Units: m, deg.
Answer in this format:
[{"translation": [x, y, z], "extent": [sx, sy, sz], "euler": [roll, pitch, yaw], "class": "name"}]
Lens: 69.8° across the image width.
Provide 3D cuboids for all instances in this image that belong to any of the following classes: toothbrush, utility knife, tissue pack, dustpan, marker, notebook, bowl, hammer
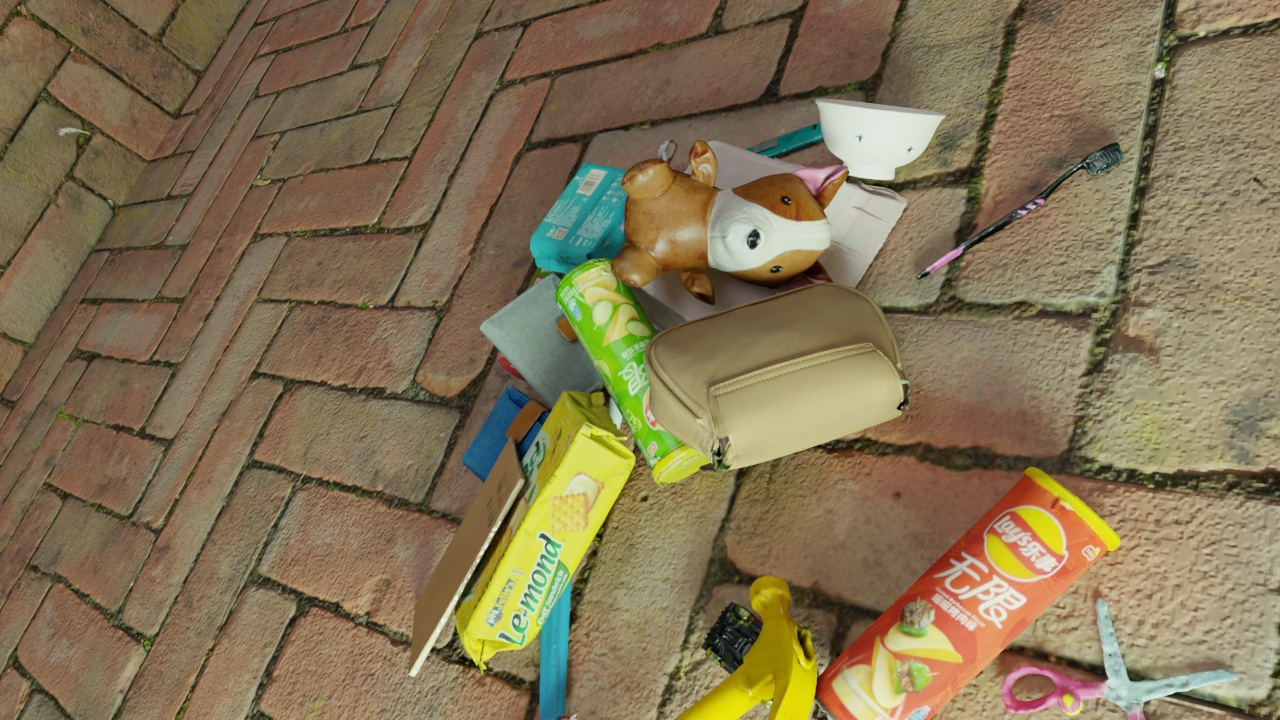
[{"translation": [0.316, -0.120, 0.769], "extent": [0.189, 0.014, 0.017], "euler": [-35, 57, 16], "class": "toothbrush"}, {"translation": [0.005, -0.183, 1.062], "extent": [0.016, 0.016, 0.179], "euler": [-3, 59, 47], "class": "toothbrush"}, {"translation": [0.150, -0.232, 0.979], "extent": [0.176, 0.013, 0.029], "euler": [-13, 55, 32], "class": "utility knife"}, {"translation": [-0.049, -0.146, 0.973], "extent": [0.093, 0.050, 0.133], "euler": [20, 68, 37], "class": "tissue pack"}, {"translation": [0.103, -0.103, 0.934], "extent": [0.273, 0.139, 0.222], "euler": [33, 83, 18], "class": "dustpan"}, {"translation": [-0.016, 0.022, 0.925], "extent": [0.018, 0.023, 0.130], "euler": [15, 80, 4], "class": "marker"}, {"translation": [-0.169, 0.181, 0.885], "extent": [0.208, 0.008, 0.148], "euler": [-61, 15, 4], "class": "notebook"}, {"translation": [0.218, -0.205, 0.858], "extent": [0.118, 0.118, 0.065], "euler": [28, 118, 46], "class": "bowl"}, {"translation": [0.015, 0.290, 0.675], "extent": [0.301, 0.033, 0.128], "euler": [-45, 26, 22], "class": "hammer"}, {"translation": [-0.077, 0.286, 0.805], "extent": [0.034, 0.018, 0.218], "euler": [-31, 45, 36], "class": "utility knife"}]

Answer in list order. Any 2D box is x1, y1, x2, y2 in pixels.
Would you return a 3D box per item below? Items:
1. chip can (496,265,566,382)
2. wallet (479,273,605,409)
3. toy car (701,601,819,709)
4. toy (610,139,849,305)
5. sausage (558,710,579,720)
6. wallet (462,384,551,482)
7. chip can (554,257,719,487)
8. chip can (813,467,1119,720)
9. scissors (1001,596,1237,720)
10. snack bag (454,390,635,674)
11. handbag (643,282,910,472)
[{"translation": [-0.085, -0.090, 1.031], "extent": [0.072, 0.072, 0.235], "euler": [3, 63, 40], "class": "chip can"}, {"translation": [-0.084, -0.019, 0.945], "extent": [0.106, 0.037, 0.129], "euler": [-40, 79, -18], "class": "wallet"}, {"translation": [0.092, 0.228, 0.696], "extent": [0.106, 0.031, 0.049], "euler": [27, 81, 52], "class": "toy car"}, {"translation": [0.078, -0.118, 0.810], "extent": [0.199, 0.140, 0.130], "euler": [8, 17, 5], "class": "toy"}, {"translation": [-0.097, 0.347, 0.764], "extent": [0.156, 0.020, 0.020], "euler": [-52, 42, 13], "class": "sausage"}, {"translation": [-0.126, 0.094, 0.965], "extent": [0.133, 0.040, 0.106], "euler": [31, 87, 45], "class": "wallet"}, {"translation": [-0.005, 0.005, 0.846], "extent": [0.073, 0.072, 0.221], "euler": [-36, 67, 14], "class": "chip can"}, {"translation": [0.211, 0.169, 0.612], "extent": [0.217, 0.073, 0.073], "euler": [-45, 43, 5], "class": "chip can"}, {"translation": [0.293, 0.209, 0.562], "extent": [0.134, 0.017, 0.133], "euler": [-20, 47, 23], "class": "scissors"}, {"translation": [-0.089, 0.146, 0.834], "extent": [0.246, 0.068, 0.158], "euler": [-59, 14, 2], "class": "snack bag"}, {"translation": [0.111, 0.018, 0.751], "extent": [0.204, 0.100, 0.147], "euler": [-16, 40, -8], "class": "handbag"}]
